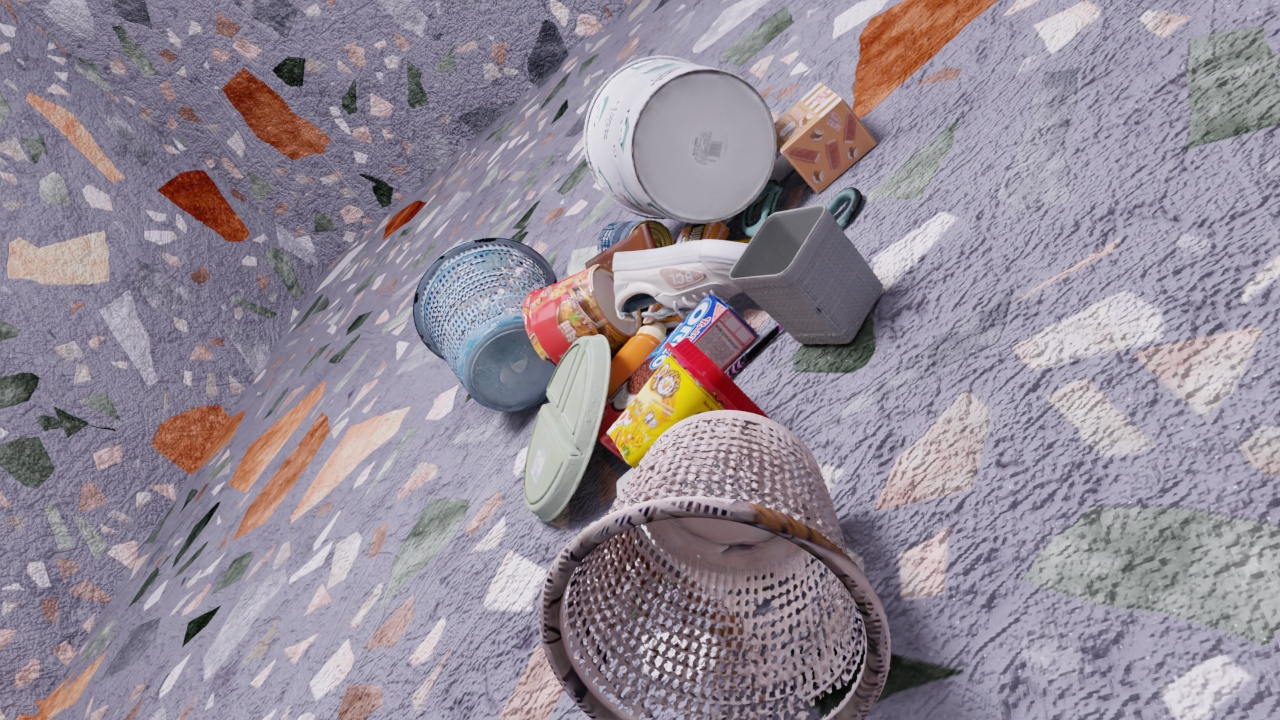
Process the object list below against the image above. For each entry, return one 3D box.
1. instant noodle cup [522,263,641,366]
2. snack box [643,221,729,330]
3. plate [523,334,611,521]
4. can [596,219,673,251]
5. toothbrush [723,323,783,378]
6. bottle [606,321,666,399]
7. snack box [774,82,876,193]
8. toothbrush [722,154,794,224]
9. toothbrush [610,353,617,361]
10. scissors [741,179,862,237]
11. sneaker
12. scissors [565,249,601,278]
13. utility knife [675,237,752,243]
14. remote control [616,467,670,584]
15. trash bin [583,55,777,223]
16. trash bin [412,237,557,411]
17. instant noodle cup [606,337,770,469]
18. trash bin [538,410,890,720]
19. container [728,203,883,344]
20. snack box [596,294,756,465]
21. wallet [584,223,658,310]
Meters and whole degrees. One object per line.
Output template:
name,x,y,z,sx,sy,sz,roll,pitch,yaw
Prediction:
instant noodle cup,-0.072,-0.058,1.223,0.109,0.138,0.137,-29,31,27
snack box,0.060,-0.110,1.194,0.075,0.026,0.153,-7,55,53
plate,-0.091,0.075,1.080,0.230,0.027,0.230,-162,91,-73
can,-0.010,-0.168,1.351,0.075,0.075,0.111,-52,25,-11
toothbrush,0.112,0.001,0.993,0.189,0.014,0.017,-42,36,8
bottle,-0.007,0.007,1.117,0.067,0.067,0.149,-17,31,46
snack box,0.224,-0.278,1.147,0.094,0.077,0.092,-41,26,15
toothbrush,0.170,-0.240,1.235,0.221,0.026,0.026,-43,59,9
toothbrush,-0.060,0.038,1.193,0.213,0.026,0.027,-45,-8,7
scissors,0.185,-0.176,1.102,0.170,0.019,0.174,-24,41,27
sneaker,0.060,-0.086,1.079,0.243,0.089,0.090,0,84,41
scissors,-0.064,-0.100,1.353,0.136,0.017,0.133,5,85,37
utility knife,0.106,-0.148,1.211,0.033,0.015,0.231,-54,28,-13
remote control,0.005,0.158,0.922,0.058,0.021,0.149,-36,28,19
trash bin,0.053,-0.287,1.211,0.229,0.229,0.252,-45,18,4
trash bin,-0.202,-0.036,1.332,0.227,0.226,0.195,-43,39,8
instant noodle cup,0.042,0.061,0.891,0.123,0.116,0.116,-45,26,2
trash bin,0.059,0.144,0.669,0.228,0.227,0.191,-35,15,24
container,0.167,-0.079,0.904,0.090,0.114,0.090,-56,27,-18
snack box,0.035,0.021,1.032,0.207,0.058,0.057,-46,28,3
wallet,-0.017,-0.119,1.272,0.125,0.101,0.032,-28,-13,35
